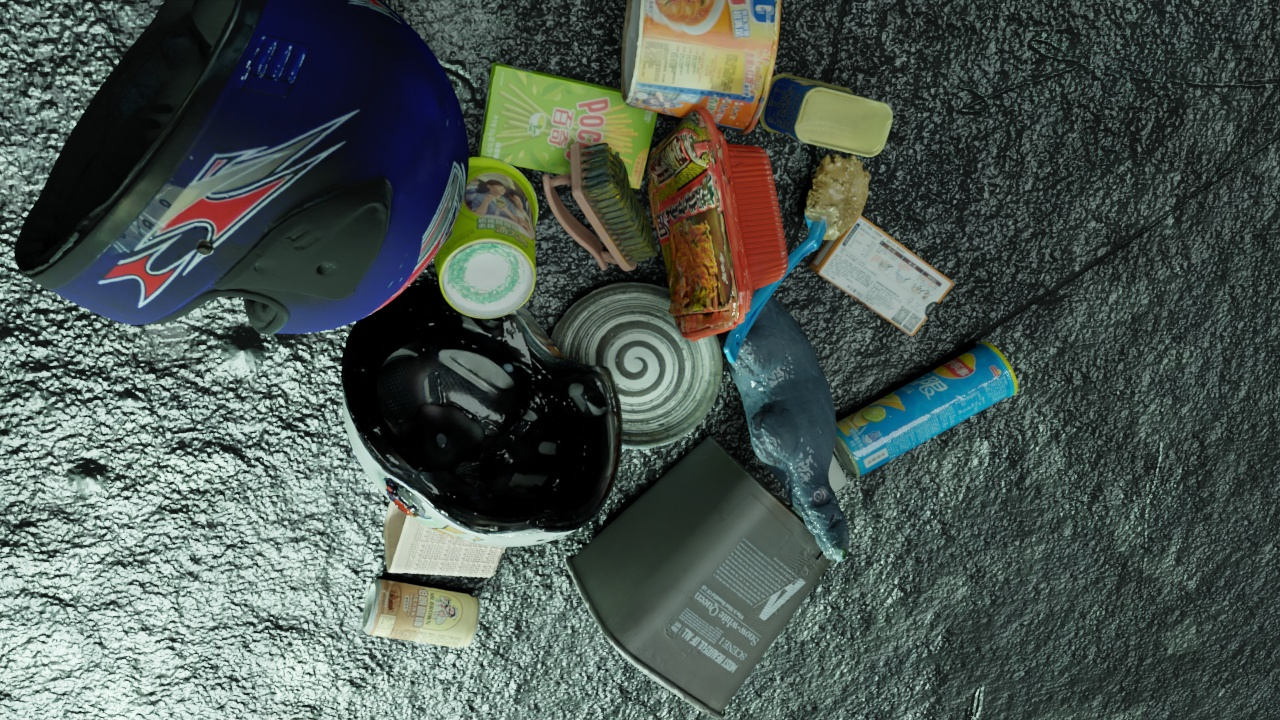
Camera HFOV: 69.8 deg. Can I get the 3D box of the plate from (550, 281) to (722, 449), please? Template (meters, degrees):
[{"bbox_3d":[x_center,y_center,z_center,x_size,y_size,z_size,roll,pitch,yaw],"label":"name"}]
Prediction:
[{"bbox_3d":[-0.006,0.005,0.934,0.179,0.024,0.179,1,108,3],"label":"plate"}]

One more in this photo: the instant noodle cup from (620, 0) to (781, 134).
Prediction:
[{"bbox_3d":[0.046,-0.276,0.790,0.111,0.151,0.151,3,113,-9],"label":"instant noodle cup"}]

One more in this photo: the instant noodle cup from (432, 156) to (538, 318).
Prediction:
[{"bbox_3d":[-0.139,-0.102,0.809,0.111,0.123,0.112,-7,129,-9],"label":"instant noodle cup"}]

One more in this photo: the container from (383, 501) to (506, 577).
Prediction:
[{"bbox_3d":[-0.198,0.167,0.948,0.110,0.090,0.090,13,109,-24],"label":"container"}]

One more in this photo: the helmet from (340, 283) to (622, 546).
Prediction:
[{"bbox_3d":[-0.160,0.067,0.863,0.274,0.229,0.157,28,142,-15],"label":"helmet"}]

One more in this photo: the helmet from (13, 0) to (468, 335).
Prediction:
[{"bbox_3d":[-0.276,-0.134,0.707,0.316,0.247,0.240,-42,136,14],"label":"helmet"}]

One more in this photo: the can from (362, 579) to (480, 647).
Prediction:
[{"bbox_3d":[-0.239,0.277,1.002,0.116,0.058,0.059,17,108,-22],"label":"can"}]

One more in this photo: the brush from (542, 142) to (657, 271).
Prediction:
[{"bbox_3d":[-0.035,-0.134,0.858,0.073,0.063,0.146,-15,147,14],"label":"brush"}]

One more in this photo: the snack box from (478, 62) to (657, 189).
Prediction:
[{"bbox_3d":[-0.066,-0.215,0.847,0.156,0.026,0.086,7,112,-19],"label":"snack box"}]

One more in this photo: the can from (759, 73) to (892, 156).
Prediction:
[{"bbox_3d":[0.177,-0.233,0.875,0.102,0.083,0.057,7,111,-19],"label":"can"}]

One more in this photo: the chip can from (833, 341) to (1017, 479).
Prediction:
[{"bbox_3d":[0.322,0.057,1.056,0.210,0.071,0.071,-28,118,-2],"label":"chip can"}]

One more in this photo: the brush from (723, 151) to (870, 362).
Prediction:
[{"bbox_3d":[0.150,-0.103,0.894,0.254,0.046,0.083,-54,145,-16],"label":"brush"}]

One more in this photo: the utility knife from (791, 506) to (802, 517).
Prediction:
[{"bbox_3d":[0.154,0.252,1.128,0.029,0.013,0.182,18,107,-22],"label":"utility knife"}]

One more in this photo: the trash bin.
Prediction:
[{"bbox_3d":[0.072,0.225,0.999,0.220,0.198,0.199,-47,117,1],"label":"trash bin"}]

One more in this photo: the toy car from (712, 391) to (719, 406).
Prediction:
[{"bbox_3d":[0.052,0.015,0.977,0.034,0.042,0.090,-29,119,29],"label":"toy car"}]

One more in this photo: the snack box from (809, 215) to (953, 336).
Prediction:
[{"bbox_3d":[0.263,-0.093,0.996,0.153,0.026,0.075,29,104,-25],"label":"snack box"}]

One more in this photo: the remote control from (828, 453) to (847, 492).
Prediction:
[{"bbox_3d":[0.188,0.104,1.066,0.058,0.021,0.150,-32,118,0],"label":"remote control"}]

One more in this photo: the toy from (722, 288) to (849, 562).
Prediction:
[{"bbox_3d":[0.143,0.031,0.945,0.091,0.137,0.356,-21,87,20],"label":"toy"}]

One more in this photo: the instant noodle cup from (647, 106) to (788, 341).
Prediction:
[{"bbox_3d":[0.069,-0.117,0.822,0.079,0.165,0.189,-10,90,-17],"label":"instant noodle cup"}]
